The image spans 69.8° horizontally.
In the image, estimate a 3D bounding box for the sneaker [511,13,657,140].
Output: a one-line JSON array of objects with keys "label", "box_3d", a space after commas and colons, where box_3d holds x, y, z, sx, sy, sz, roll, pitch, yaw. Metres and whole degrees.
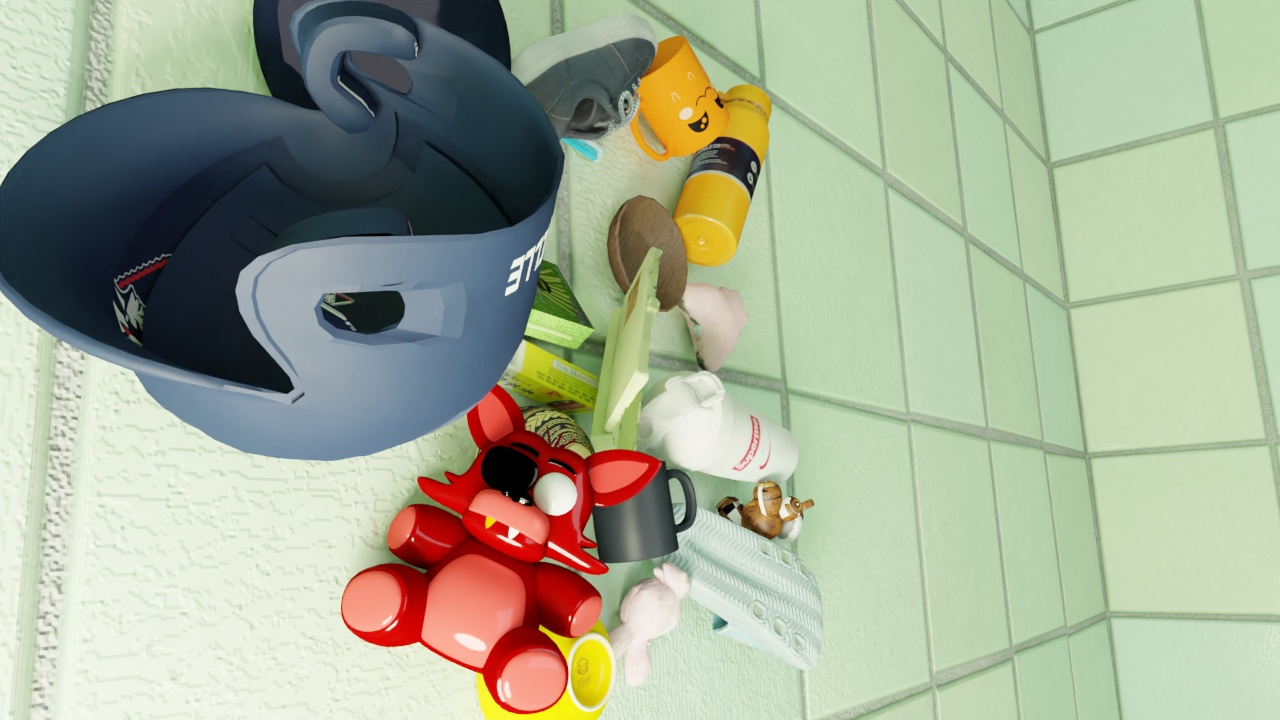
[{"label": "sneaker", "box_3d": [-0.040, -0.245, 0.826, 0.087, 0.089, 0.234, 55, 41, -4]}]

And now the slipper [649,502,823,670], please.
[{"label": "slipper", "box_3d": [0.094, 0.224, 0.921, 0.245, 0.074, 0.103, 36, 51, -23]}]

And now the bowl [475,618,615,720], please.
[{"label": "bowl", "box_3d": [-0.062, 0.239, 0.709, 0.117, 0.068, 0.117, 18, 67, -50]}]

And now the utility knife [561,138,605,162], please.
[{"label": "utility knife", "box_3d": [-0.077, -0.217, 0.848, 0.123, 0.015, 0.022, 24, 50, -45]}]

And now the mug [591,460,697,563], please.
[{"label": "mug", "box_3d": [0.006, 0.130, 0.814, 0.104, 0.071, 0.077, -7, 87, -36]}]

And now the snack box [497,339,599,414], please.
[{"label": "snack box", "box_3d": [-0.091, 0.008, 0.750, 0.148, 0.040, 0.028, 29, 60, -46]}]

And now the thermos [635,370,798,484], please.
[{"label": "thermos", "box_3d": [0.081, 0.073, 0.923, 0.220, 0.100, 0.099, 24, 63, -52]}]

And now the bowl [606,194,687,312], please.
[{"label": "bowl", "box_3d": [0.002, -0.103, 0.909, 0.117, 0.030, 0.117, 17, 68, -50]}]

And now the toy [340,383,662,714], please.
[{"label": "toy", "box_3d": [-0.092, 0.123, 0.633, 0.121, 0.158, 0.196, 100, 14, -71]}]

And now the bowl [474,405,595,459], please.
[{"label": "bowl", "box_3d": [-0.072, 0.090, 0.737, 0.112, 0.061, 0.112, 17, 68, -50]}]

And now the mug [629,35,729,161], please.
[{"label": "mug", "box_3d": [0.028, -0.262, 0.952, 0.112, 0.078, 0.096, -53, 125, -22]}]

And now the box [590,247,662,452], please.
[{"label": "box", "box_3d": [-0.012, 0.003, 0.779, 0.187, 0.047, 0.141, -83, -176, -51]}]

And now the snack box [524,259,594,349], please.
[{"label": "snack box", "box_3d": [-0.108, -0.060, 0.723, 0.147, 0.025, 0.080, 17, 34, -50]}]

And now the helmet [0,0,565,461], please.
[{"label": "helmet", "box_3d": [-0.191, -0.055, 0.498, 0.272, 0.224, 0.231, 10, 45, -23]}]

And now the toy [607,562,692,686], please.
[{"label": "toy", "box_3d": [0.003, 0.231, 0.817, 0.109, 0.047, 0.063, -56, 129, -26]}]

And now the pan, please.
[{"label": "pan", "box_3d": [-0.158, -0.305, 0.666, 0.198, 0.021, 0.356, 16, 86, -43]}]

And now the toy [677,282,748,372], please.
[{"label": "toy", "box_3d": [0.082, -0.045, 0.980, 0.095, 0.053, 0.099, -29, 103, -44]}]

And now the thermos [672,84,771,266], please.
[{"label": "thermos", "box_3d": [0.091, -0.218, 1.018, 0.091, 0.076, 0.232, 45, 49, -33]}]

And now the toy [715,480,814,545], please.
[{"label": "toy", "box_3d": [0.140, 0.166, 0.984, 0.112, 0.087, 0.067, 3, 63, -60]}]
